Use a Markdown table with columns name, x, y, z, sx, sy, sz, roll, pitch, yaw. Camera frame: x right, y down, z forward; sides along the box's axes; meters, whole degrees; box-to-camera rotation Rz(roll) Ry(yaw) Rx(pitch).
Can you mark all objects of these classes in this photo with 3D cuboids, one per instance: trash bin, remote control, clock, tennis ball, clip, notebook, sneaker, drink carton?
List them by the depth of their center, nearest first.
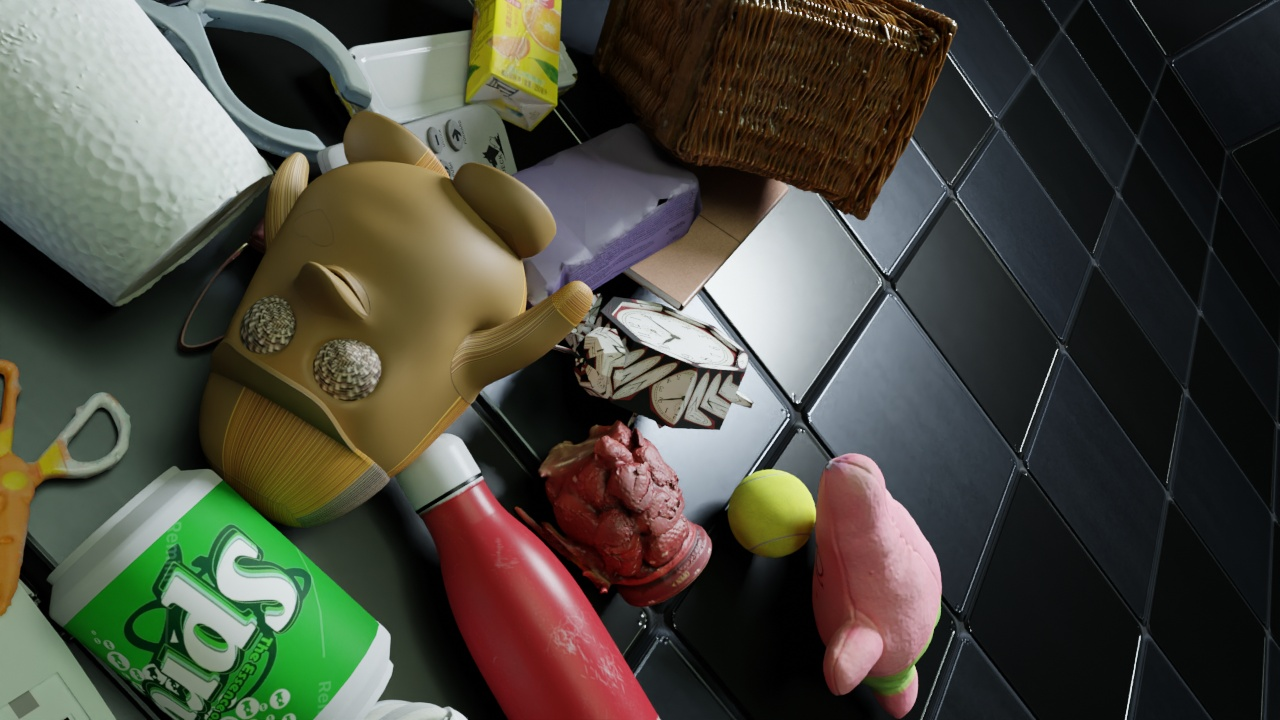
| name | x | y | z | sx | sy | sz | roll | pitch | yaw |
| --- | --- | --- | --- | --- | --- | --- | --- | --- | --- |
| sneaker | -0.155 | 0.247 | 0.391 | 0.089 | 0.091 | 0.241 | 49 | 47 | -11 |
| remote control | -0.262 | 0.153 | 0.393 | 0.049 | 0.024 | 0.143 | -35 | 93 | -45 |
| trash bin | -0.280 | -0.120 | 0.450 | 0.161 | 0.134 | 0.133 | 48 | 46 | -17 |
| clip | -0.260 | -0.175 | 0.555 | 0.167 | 0.028 | 0.127 | 34 | 68 | -18 |
| remote control | -0.141 | -0.124 | 0.619 | 0.150 | 0.019 | 0.074 | -35 | 119 | -45 |
| clock | -0.003 | 0.003 | 0.642 | 0.154 | 0.065 | 0.114 | 15 | 20 | -18 |
| drink carton | -0.093 | -0.245 | 0.684 | 0.058 | 0.043 | 0.134 | 18 | 60 | -34 |
| tennis ball | 0.098 | 0.115 | 0.689 | 0.065 | 0.065 | 0.065 | 19 | 58 | -33 |
| notebook | 0.024 | -0.134 | 0.757 | 0.141 | 0.008 | 0.208 | 35 | 46 | 7 |

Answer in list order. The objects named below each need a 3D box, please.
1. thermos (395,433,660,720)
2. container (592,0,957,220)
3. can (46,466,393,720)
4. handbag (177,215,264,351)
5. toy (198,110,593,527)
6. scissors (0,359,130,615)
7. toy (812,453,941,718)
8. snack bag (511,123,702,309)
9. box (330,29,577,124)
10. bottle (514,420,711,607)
| name | x | y | z | sx | sy | sz | roll | pitch | yaw |
| --- | --- | --- | --- | --- | --- | --- | --- | --- | --- |
| thermos | -0.066 | 0.150 | 0.528 | 0.073 | 0.073 | 0.240 | -30 | 88 | -45 |
| container | 0.086 | -0.247 | 0.744 | 0.183 | 0.162 | 0.249 | 5 | 32 | -29 |
| can | -0.190 | 0.122 | 0.426 | 0.140 | 0.088 | 0.087 | 47 | 47 | -12 |
| handbag | -0.222 | -0.047 | 0.532 | 0.055 | 0.029 | 0.119 | 46 | 52 | -15 |
| toy | -0.149 | -0.013 | 0.482 | 0.199 | 0.163 | 0.203 | 26 | 74 | 12 |
| scissors | -0.280 | 0.060 | 0.425 | 0.096 | 0.012 | 0.133 | 9 | 55 | -39 |
| toy | 0.169 | 0.156 | 0.683 | 0.191 | 0.097 | 0.237 | -70 | 145 | -44 |
| snack bag | -0.041 | -0.106 | 0.655 | 0.096 | 0.059 | 0.204 | 42 | 47 | 12 |
| box | -0.131 | -0.215 | 0.687 | 0.208 | 0.033 | 0.064 | -30 | 92 | -44 |
| bottle | -0.017 | 0.100 | 0.590 | 0.111 | 0.099 | 0.098 | 57 | 44 | -16 |
